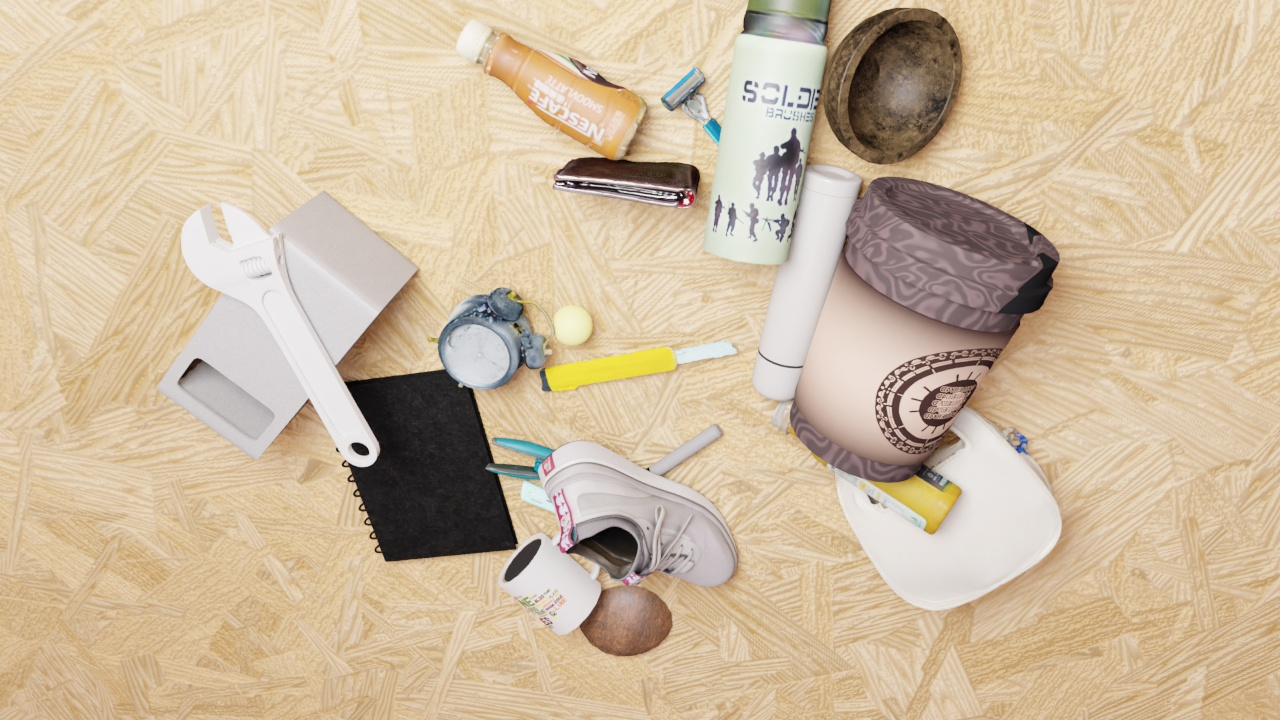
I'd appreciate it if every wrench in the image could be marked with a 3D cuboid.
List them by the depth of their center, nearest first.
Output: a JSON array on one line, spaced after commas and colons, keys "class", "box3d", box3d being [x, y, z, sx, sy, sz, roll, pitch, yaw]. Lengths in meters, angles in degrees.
[{"class": "wrench", "box3d": [-0.317, -0.014, 0.824, 0.087, 0.018, 0.273, -14, 116, 14]}]

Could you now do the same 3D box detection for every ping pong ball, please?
[{"class": "ping pong ball", "box3d": [-0.067, -0.034, 0.898, 0.040, 0.040, 0.040, 3, 117, 6]}]

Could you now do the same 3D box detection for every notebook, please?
[{"class": "notebook", "box3d": [-0.244, 0.121, 1.014, 0.169, 0.019, 0.232, -7, 116, 9]}]

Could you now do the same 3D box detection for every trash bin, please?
[{"class": "trash bin", "box3d": [-0.342, -0.032, 0.893, 0.114, 0.114, 0.229, 40, 115, -13]}]

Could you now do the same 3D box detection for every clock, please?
[{"class": "clock", "box3d": [-0.142, -0.022, 0.905, 0.130, 0.052, 0.090, -23, 112, 21]}]

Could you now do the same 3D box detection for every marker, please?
[{"class": "marker", "box3d": [0.029, 0.109, 0.974, 0.141, 0.016, 0.016, -36, 108, 22]}]

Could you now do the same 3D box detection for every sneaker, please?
[{"class": "sneaker", "box3d": [0.009, 0.189, 0.944, 0.263, 0.128, 0.097, 34, 119, -29]}]

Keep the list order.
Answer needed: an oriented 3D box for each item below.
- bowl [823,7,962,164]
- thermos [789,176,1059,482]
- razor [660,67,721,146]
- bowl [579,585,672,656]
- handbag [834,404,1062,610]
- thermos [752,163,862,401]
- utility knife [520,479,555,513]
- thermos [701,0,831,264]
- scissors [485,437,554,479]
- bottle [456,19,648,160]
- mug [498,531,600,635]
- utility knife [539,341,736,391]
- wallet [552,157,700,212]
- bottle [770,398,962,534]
[{"class": "bowl", "box3d": [0.195, -0.227, 0.747, 0.121, 0.056, 0.121, -13, 123, -22]}, {"class": "thermos", "box3d": [0.229, -0.021, 0.796, 0.172, 0.172, 0.227, 17, 120, -2]}, {"class": "razor", "box3d": [0.077, -0.190, 0.812, 0.042, 0.022, 0.144, -40, 111, 8]}, {"class": "bowl", "box3d": [-0.020, 0.315, 1.080, 0.114, 0.026, 0.102, -29, 110, 20]}, {"class": "handbag", "box3d": [0.295, 0.131, 0.922, 0.201, 0.092, 0.199, -37, 87, 23]}, {"class": "thermos", "box3d": [0.149, -0.065, 0.847, 0.052, 0.052, 0.225, 11, 118, 1]}, {"class": "utility knife", "box3d": [-0.079, 0.165, 1.019, 0.119, 0.015, 0.022, 24, 86, -7]}, {"class": "thermos", "box3d": [0.108, -0.201, 0.762, 0.082, 0.082, 0.232, 9, 109, 3]}, {"class": "scissors", "box3d": [-0.096, 0.116, 0.990, 0.148, 0.019, 0.132, -30, 115, 14]}, {"class": "bottle", "box3d": [-0.077, -0.235, 0.785, 0.167, 0.059, 0.059, 28, 117, -7]}, {"class": "mug", "box3d": [-0.092, 0.240, 1.031, 0.105, 0.073, 0.089, -46, 105, -2]}, {"class": "utility knife", "box3d": [-0.005, 0.005, 0.923, 0.207, 0.018, 0.030, -8, 122, 17]}, {"class": "wallet", "box3d": [-0.009, -0.155, 0.796, 0.120, 0.099, 0.031, 8, 111, 3]}, {"class": "bottle", "box3d": [0.213, 0.094, 0.885, 0.186, 0.053, 0.053, 33, 120, 21]}]
